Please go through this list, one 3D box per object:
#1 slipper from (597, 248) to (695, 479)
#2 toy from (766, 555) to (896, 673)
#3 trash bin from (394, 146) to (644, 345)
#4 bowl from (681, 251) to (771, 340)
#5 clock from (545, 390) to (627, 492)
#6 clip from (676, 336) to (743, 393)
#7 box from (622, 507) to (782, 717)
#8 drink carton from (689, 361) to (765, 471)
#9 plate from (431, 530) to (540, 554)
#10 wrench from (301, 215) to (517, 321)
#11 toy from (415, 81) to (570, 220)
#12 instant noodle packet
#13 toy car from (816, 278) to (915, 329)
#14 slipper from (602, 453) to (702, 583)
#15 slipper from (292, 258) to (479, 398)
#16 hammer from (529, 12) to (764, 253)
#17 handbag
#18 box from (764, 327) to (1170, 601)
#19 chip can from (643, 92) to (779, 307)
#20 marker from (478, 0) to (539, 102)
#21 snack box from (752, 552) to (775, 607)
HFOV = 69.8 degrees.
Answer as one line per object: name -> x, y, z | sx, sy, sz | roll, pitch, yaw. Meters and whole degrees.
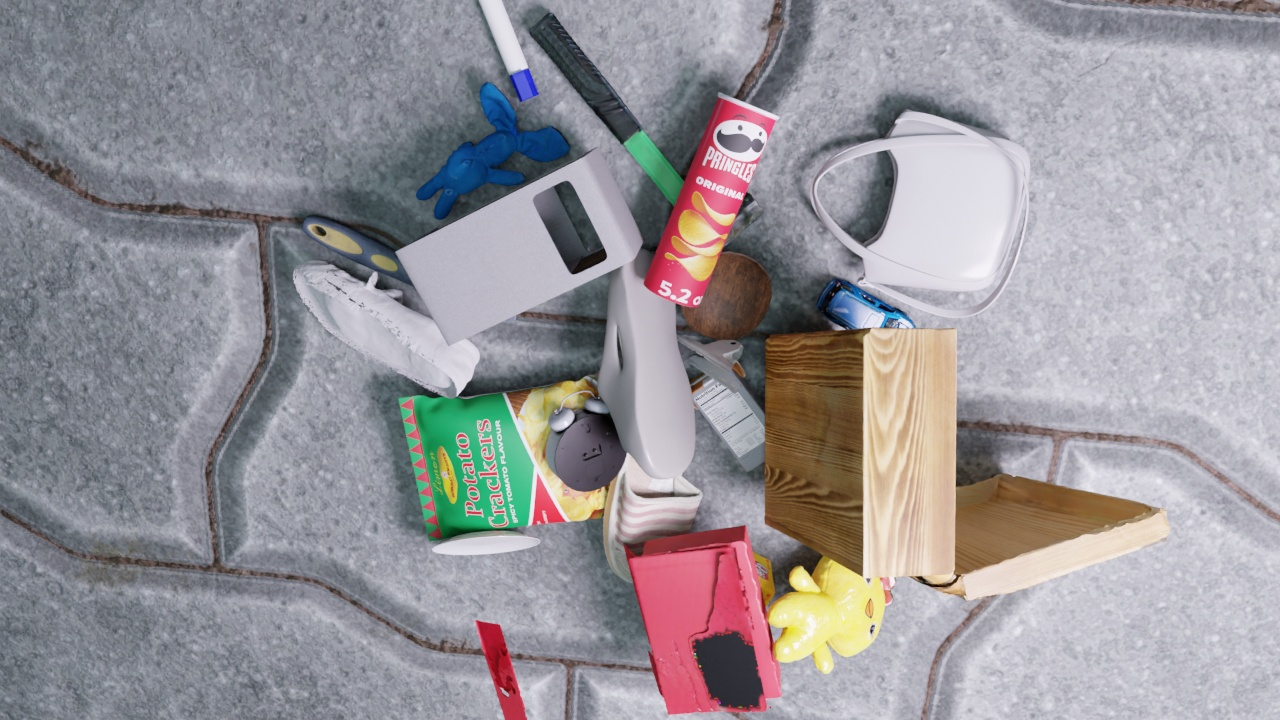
slipper -> -0.006, 0.006, 1.057 | 0.081, 0.112, 0.265 | -13, 82, 36
toy -> 0.232, 0.302, 1.126 | 0.092, 0.207, 0.134 | -5, 95, 44
trash bin -> -0.128, -0.126, 1.005 | 0.229, 0.114, 0.114 | -24, 105, 14
bowl -> 0.100, -0.079, 1.072 | 0.102, 0.026, 0.114 | 18, 121, -3
clock -> -0.066, 0.094, 1.075 | 0.094, 0.035, 0.123 | -18, 112, -25
clip -> 0.088, -0.004, 1.067 | 0.057, 0.102, 0.052 | 14, 104, -38
box -> 0.080, 0.303, 1.140 | 0.165, 0.153, 0.214 | -11, 101, 15
drink carton -> 0.117, 0.064, 1.110 | 0.076, 0.048, 0.125 | -35, 103, 14
plate -> -0.195, 0.229, 1.158 | 0.134, 0.134, 0.011 | -8, 71, 6
wrench -> -0.274, -0.106, 1.096 | 0.273, 0.022, 0.073 | 26, 108, -5
toy -> -0.179, -0.229, 1.023 | 0.176, 0.071, 0.113 | -36, 96, 3
instant noodle packet -> -0.152, 0.121, 1.125 | 0.253, 0.090, 0.196 | -7, 110, 0
toy car -> 0.263, -0.048, 1.066 | 0.120, 0.043, 0.056 | 29, 105, -8
slipper -> 0.020, 0.159, 1.131 | 0.115, 0.052, 0.263 | -2, 107, -26
slipper -> -0.301, -0.047, 1.083 | 0.247, 0.074, 0.112 | 30, 131, 5
hammer -> -0.008, -0.249, 1.027 | 0.130, 0.032, 0.319 | -37, 101, 15
handbag -> 0.295, -0.160, 1.005 | 0.223, 0.095, 0.216 | 10, 107, 6
box -> 0.328, 0.115, 0.979 | 0.334, 0.279, 0.286 | 2, 90, -12
chip can -> 0.074, -0.170, 0.992 | 0.069, 0.069, 0.221 | 21, 107, -3
marker -> -0.148, -0.351, 1.003 | 0.023, 0.027, 0.133 | -20, 106, 6
snack box -> 0.117, 0.302, 1.171 | 0.061, 0.083, 0.106 | 27, 107, -6
